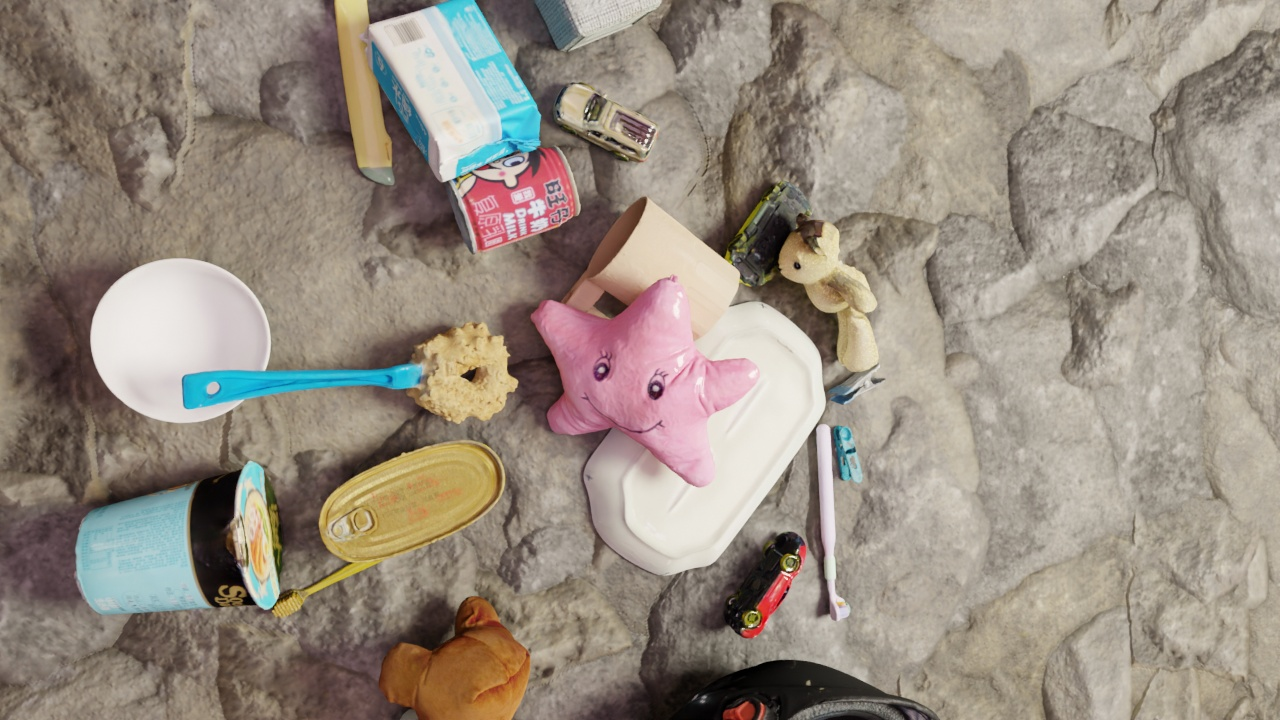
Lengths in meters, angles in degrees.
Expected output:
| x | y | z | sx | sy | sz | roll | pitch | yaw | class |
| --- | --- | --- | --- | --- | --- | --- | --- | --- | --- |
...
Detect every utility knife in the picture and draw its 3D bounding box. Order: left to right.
| x | y | z | sx | sy | sz | roll | pitch | yaw | class |
| --- | --- | --- | --- | --- | --- | --- | --- | --- | --- |
| -0.221 | -0.242 | 0.722 | 0.031 | 0.021 | 0.207 | -9 | 104 | -20 | utility knife |

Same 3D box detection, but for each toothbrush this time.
| x | y | z | sx | sy | sz | roll | pitch | yaw | class |
| --- | --- | --- | --- | --- | --- | --- | --- | --- | --- |
| -0.216 | 0.162 | 0.764 | 0.190 | 0.016 | 0.016 | -27 | 102 | -12 | toothbrush |
| 0.182 | 0.154 | 0.874 | 0.021 | 0.029 | 0.189 | -4 | 97 | 22 | toothbrush |

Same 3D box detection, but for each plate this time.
| x | y | z | sx | sy | sz | roll | pitch | yaw | class |
| --- | --- | --- | --- | --- | --- | --- | --- | --- | --- |
| 0.067 | 0.072 | 0.825 | 0.162 | 0.034 | 0.265 | 40 | 84 | -15 | plate |

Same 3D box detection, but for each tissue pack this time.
| x | y | z | sx | sy | sz | roll | pitch | yaw | class |
| --- | --- | --- | --- | --- | --- | --- | --- | --- | --- |
| -0.145 | -0.210 | 0.706 | 0.089 | 0.063 | 0.140 | -27 | 79 | -22 | tissue pack |

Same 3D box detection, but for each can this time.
| x | y | z | sx | sy | sz | roll | pitch | yaw | class |
| --- | --- | --- | --- | --- | --- | --- | --- | --- | --- |
| -0.182 | 0.113 | 0.743 | 0.148 | 0.049 | 0.074 | -22 | 85 | -13 | can |
| -0.103 | -0.131 | 0.741 | 0.093 | 0.066 | 0.066 | -21 | 100 | -13 | can |

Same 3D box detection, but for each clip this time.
| x | y | z | sx | sy | sz | roll | pitch | yaw | class |
| --- | --- | --- | --- | --- | --- | --- | --- | --- | --- |
| 0.196 | 0.089 | 0.871 | 0.014 | 0.040 | 0.056 | -12 | 92 | -16 | clip |
| 0.205 | 0.022 | 0.865 | 0.057 | 0.025 | 0.033 | -27 | 107 | -16 | clip |

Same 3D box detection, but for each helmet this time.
| x | y | z | sx | sy | sz | roll | pitch | yaw | class |
| --- | --- | --- | --- | --- | --- | --- | --- | --- | --- |
| 0.120 | 0.368 | 0.769 | 0.274 | 0.230 | 0.233 | -48 | 120 | -6 | helmet |

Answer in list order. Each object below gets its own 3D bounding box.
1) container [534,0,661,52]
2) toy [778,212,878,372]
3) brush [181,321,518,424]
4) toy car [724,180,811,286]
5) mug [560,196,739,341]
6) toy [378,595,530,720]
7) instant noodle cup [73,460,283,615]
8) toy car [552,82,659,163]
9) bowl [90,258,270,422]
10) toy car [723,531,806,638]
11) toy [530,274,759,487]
| x | y | z | sx | sy | sz | roll | pitch | yaw | class |
| --- | --- | --- | --- | --- | --- | --- | --- | --- | --- |
| -0.046 | -0.318 | 0.730 | 0.090 | 0.090 | 0.114 | -26 | 105 | -11 | container |
| 0.171 | -0.056 | 0.816 | 0.066 | 0.105 | 0.157 | -26 | 121 | 8 | toy |
| -0.211 | 0.014 | 0.704 | 0.254 | 0.046 | 0.083 | -4 | 107 | -32 | brush |
| 0.113 | -0.113 | 0.822 | 0.048 | 0.032 | 0.105 | 41 | 72 | -18 | toy car |
| 0.007 | -0.060 | 0.779 | 0.103 | 0.084 | 0.125 | 34 | 110 | -17 | mug |
| -0.152 | 0.305 | 0.746 | 0.139 | 0.131 | 0.200 | -25 | 118 | -51 | toy |
| -0.344 | 0.139 | 0.685 | 0.120 | 0.111 | 0.111 | -8 | 97 | -8 | instant noodle cup |
| -0.029 | -0.202 | 0.772 | 0.090 | 0.035 | 0.042 | 24 | 87 | -14 | toy car |
| -0.337 | -0.017 | 0.687 | 0.118 | 0.065 | 0.118 | -2 | 96 | -15 | bowl |
| 0.118 | 0.206 | 0.845 | 0.031 | 0.049 | 0.106 | 35 | 85 | -17 | toy car |
| -0.004 | 0.004 | 0.747 | 0.195 | 0.074 | 0.179 | 22 | 119 | 11 | toy |
